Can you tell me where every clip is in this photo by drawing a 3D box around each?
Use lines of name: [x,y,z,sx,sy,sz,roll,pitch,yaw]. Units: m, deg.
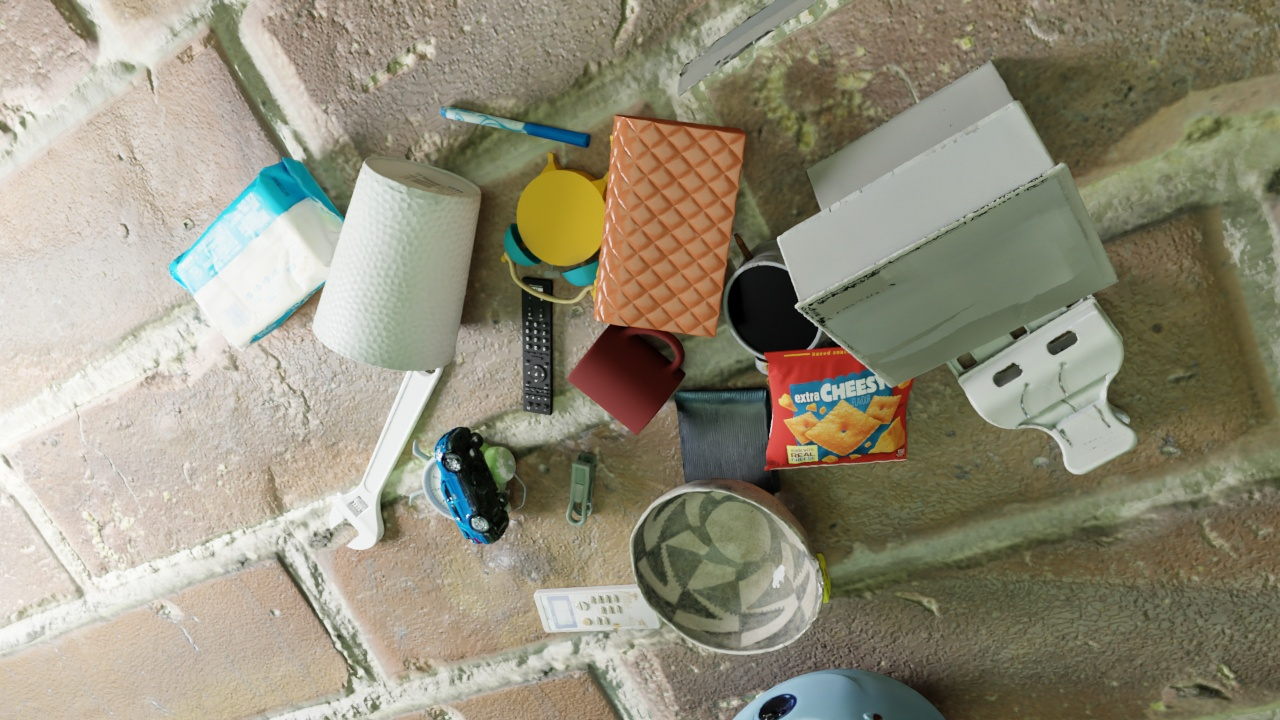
clip: [0.339,0.019,0.751,0.125,0.075,0.144,-36,87,28]
clip: [-0.059,0.131,0.929,0.023,0.045,0.076,13,114,13]

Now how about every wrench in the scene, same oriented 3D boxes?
wrench: [-0.272,0.099,0.986,0.066,0.018,0.274,31,115,2]

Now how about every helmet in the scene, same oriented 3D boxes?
helmet: [0.188,0.404,0.884,0.266,0.166,0.225,-18,103,20]

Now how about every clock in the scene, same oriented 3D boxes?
clock: [-0.175,0.125,0.952,0.119,0.042,0.094,16,115,11]
clock: [0.122,-0.037,0.787,0.104,0.056,0.148,15,122,28]
clock: [-0.071,-0.116,0.827,0.099,0.043,0.130,20,108,8]

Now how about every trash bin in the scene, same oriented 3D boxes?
trash bin: [-0.215,-0.091,0.836,0.133,0.133,0.161,22,110,7]

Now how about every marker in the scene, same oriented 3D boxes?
marker: [-0.113,-0.209,0.818,0.142,0.013,0.013,14,114,11]

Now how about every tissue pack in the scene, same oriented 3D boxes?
tissue pack: [-0.375,-0.099,0.911,0.210,0.065,0.117,-32,100,26]

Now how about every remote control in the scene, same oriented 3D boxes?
remote control: [-0.047,0.267,0.987,0.136,0.011,0.050,-8,108,19]
remote control: [-0.100,-0.012,0.893,0.030,0.009,0.140,8,113,14]

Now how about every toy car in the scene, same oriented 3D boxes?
toy car: [-0.168,0.124,0.895,0.044,0.056,0.120,-11,109,21]

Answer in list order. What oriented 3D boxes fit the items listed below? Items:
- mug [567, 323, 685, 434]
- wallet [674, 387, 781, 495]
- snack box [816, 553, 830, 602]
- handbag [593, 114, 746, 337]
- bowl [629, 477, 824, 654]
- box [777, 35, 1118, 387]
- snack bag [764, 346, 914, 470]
mug: [-0.005,0.005,0.832,0.082,0.073,0.106,39,130,-1]
wallet: [0.082,0.080,0.867,0.089,0.026,0.115,-2,110,19]
snack box: [0.112,0.224,0.913,0.148,0.028,0.040,-12,107,21]
handbag: [0.021,-0.115,0.782,0.109,0.060,0.172,7,109,-1]
bowl: [0.085,0.179,0.853,0.179,0.081,0.179,8,114,18]
box: [0.209,-0.136,0.683,0.168,0.379,0.172,-28,117,24]
snack bag: [0.173,0.041,0.795,0.131,0.039,0.144,-4,132,3]
